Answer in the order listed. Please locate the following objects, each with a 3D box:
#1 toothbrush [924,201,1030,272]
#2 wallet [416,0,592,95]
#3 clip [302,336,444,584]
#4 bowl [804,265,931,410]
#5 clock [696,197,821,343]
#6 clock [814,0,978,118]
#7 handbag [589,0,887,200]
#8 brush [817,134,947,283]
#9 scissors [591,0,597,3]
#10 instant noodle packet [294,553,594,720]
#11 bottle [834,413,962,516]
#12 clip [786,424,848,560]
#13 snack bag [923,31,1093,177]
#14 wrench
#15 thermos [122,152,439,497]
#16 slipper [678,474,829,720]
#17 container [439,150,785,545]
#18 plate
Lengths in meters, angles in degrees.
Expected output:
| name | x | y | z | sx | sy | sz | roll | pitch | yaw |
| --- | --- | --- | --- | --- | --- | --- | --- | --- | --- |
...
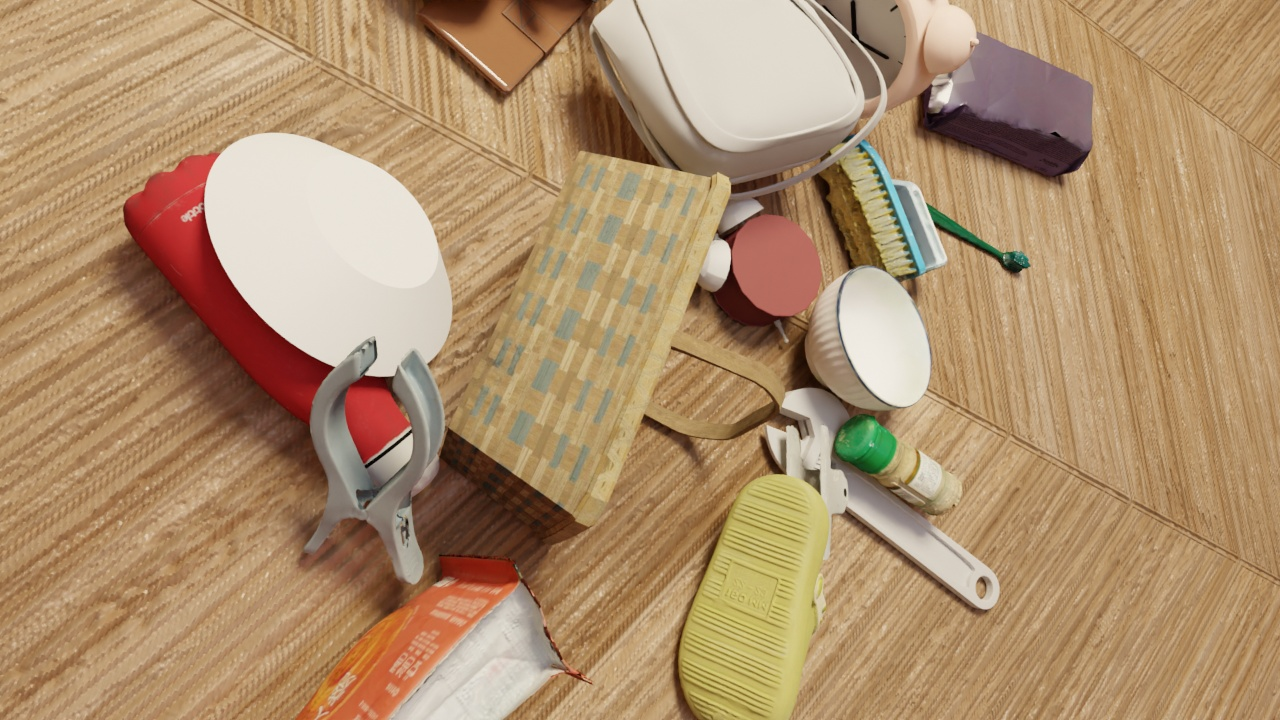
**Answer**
| name | x | y | z | sx | sy | sz | roll | pitch | yaw |
| --- | --- | --- | --- | --- | --- | --- | --- | --- | --- |
| toothbrush | 0.292 | -0.128 | 0.856 | 0.189 | 0.017 | 0.016 | 25 | 70 | -19 |
| wallet | -0.101 | -0.269 | 0.702 | 0.087 | 0.013 | 0.120 | 40 | 64 | -11 |
| clip | -0.171 | 0.057 | 0.537 | 0.106 | 0.164 | 0.027 | 14 | 29 | 6 |
| bowl | 0.176 | -0.012 | 0.746 | 0.118 | 0.062 | 0.118 | 16 | 65 | -36 |
| clock | 0.091 | -0.077 | 0.736 | 0.124 | 0.044 | 0.087 | 35 | 67 | -15 |
| clock | 0.194 | -0.274 | 0.759 | 0.086 | 0.161 | 0.131 | -31 | 93 | -28 |
| handbag | 0.064 | -0.245 | 0.703 | 0.215 | 0.096 | 0.222 | -19 | 76 | -28 |
| brush | 0.209 | -0.133 | 0.796 | 0.075 | 0.055 | 0.136 | -21 | 89 | -23 |
| scissors | -0.080 | -0.347 | 0.718 | 0.149 | 0.019 | 0.130 | 15 | 63 | -29 |
| instant noodle packet | -0.156 | 0.204 | 0.495 | 0.220 | 0.165 | 0.084 | -35 | 97 | -27 |
| bottle | 0.210 | 0.085 | 0.740 | 0.111 | 0.043 | 0.043 | 32 | 68 | -20 |
| clip | 0.136 | 0.101 | 0.712 | 0.057 | 0.054 | 0.102 | 1 | 82 | 9 |
| snack bag | 0.357 | -0.253 | 0.889 | 0.205 | 0.059 | 0.096 | 12 | 75 | -23 |
| wrench | 0.209 | 0.119 | 0.768 | 0.273 | 0.018 | 0.086 | 36 | 67 | -16 |
| thermos | -0.210 | -0.012 | 0.565 | 0.073 | 0.073 | 0.240 | -41 | 99 | -26 |
| slipper | 0.090 | 0.179 | 0.673 | 0.081 | 0.092 | 0.190 | 30 | 74 | -60 |
| container | -0.004 | 0.004 | 0.618 | 0.186 | 0.158 | 0.249 | 25 | 70 | -7 |
| plate | -0.174 | -0.076 | 0.564 | 0.174 | 0.036 | 0.173 | 37 | 36 | -33 |
